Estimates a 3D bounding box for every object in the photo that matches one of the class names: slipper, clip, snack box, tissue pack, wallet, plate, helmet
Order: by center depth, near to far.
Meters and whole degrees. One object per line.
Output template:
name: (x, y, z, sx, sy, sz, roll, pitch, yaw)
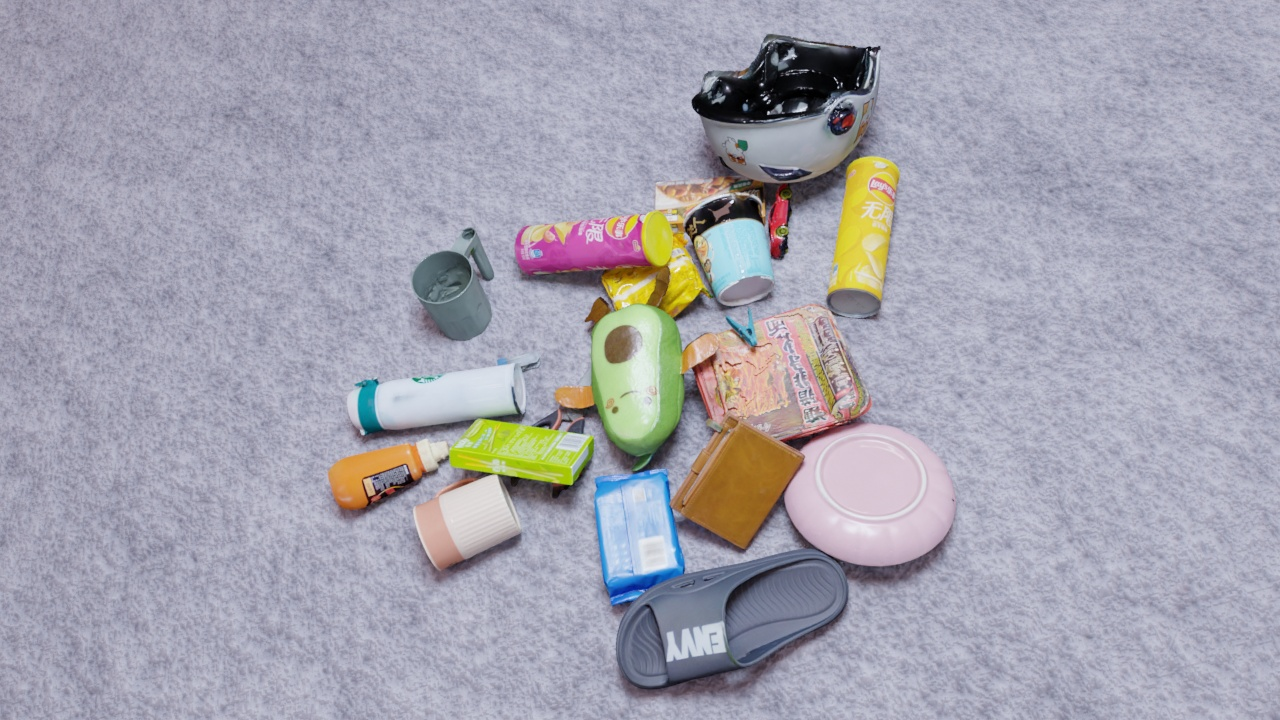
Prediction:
slipper: (0.100, 0.273, 0.982, 0.268, 0.083, 0.110, -18, 83, -5)
plate: (0.260, 0.140, 1.040, 0.192, 0.039, 0.192, -5, 47, 5)
wallet: (0.105, 0.135, 1.044, 0.119, 0.035, 0.131, 31, 99, -7)
tissue pack: (-0.002, 0.203, 1.069, 0.095, 0.052, 0.157, -10, 61, 1)
clip: (0.127, -0.038, 1.111, 0.033, 0.013, 0.054, -20, 54, -4)
snack box: (-0.142, 0.109, 1.112, 0.156, 0.026, 0.085, 7, 24, 13)
clip: (-0.161, 0.004, 1.220, 0.058, 0.042, 0.026, -18, 59, -4)
helmet: (0.204, -0.325, 1.246, 0.230, 0.157, 0.273, 20, 52, 37)
snack box: (0.098, -0.220, 1.291, 0.154, 0.026, 0.075, -3, 62, 8)

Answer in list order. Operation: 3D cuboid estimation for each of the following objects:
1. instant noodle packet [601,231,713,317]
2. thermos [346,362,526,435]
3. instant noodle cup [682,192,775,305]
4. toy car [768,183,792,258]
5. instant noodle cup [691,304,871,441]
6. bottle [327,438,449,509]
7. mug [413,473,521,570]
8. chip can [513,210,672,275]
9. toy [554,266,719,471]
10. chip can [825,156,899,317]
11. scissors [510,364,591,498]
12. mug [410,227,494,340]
instant noodle packet: (0.022, -0.100, 1.220, 0.128, 0.044, 0.110, -29, 67, 10)
thermos: (-0.264, 0.048, 1.184, 0.224, 0.073, 0.073, -8, 61, 5)
instant noodle cup: (0.123, -0.141, 1.206, 0.111, 0.111, 0.120, -14, 67, 1)
toy car: (0.190, -0.192, 1.249, 0.031, 0.049, 0.106, 7, 65, 10)
instant noodle cup: (0.166, 0.031, 1.117, 0.189, 0.079, 0.164, -16, 60, 0)
bottle: (-0.312, 0.136, 1.153, 0.149, 0.067, 0.066, -20, 61, -10)
mug: (-0.209, 0.183, 1.104, 0.106, 0.082, 0.114, -23, 32, -6)
chip can: (-0.065, -0.153, 1.219, 0.211, 0.071, 0.071, -1, 60, 32)
toy: (-0.007, 0.007, 1.127, 0.227, 0.090, 0.246, -22, 61, 25)
chip can: (0.293, -0.163, 1.205, 0.072, 0.072, 0.213, 8, 65, 13)
scissors: (-0.081, 0.078, 1.170, 0.202, 0.015, 0.205, -18, 60, 0)
mug: (-0.242, -0.102, 1.240, 0.084, 0.103, 0.123, 20, 66, 18)
